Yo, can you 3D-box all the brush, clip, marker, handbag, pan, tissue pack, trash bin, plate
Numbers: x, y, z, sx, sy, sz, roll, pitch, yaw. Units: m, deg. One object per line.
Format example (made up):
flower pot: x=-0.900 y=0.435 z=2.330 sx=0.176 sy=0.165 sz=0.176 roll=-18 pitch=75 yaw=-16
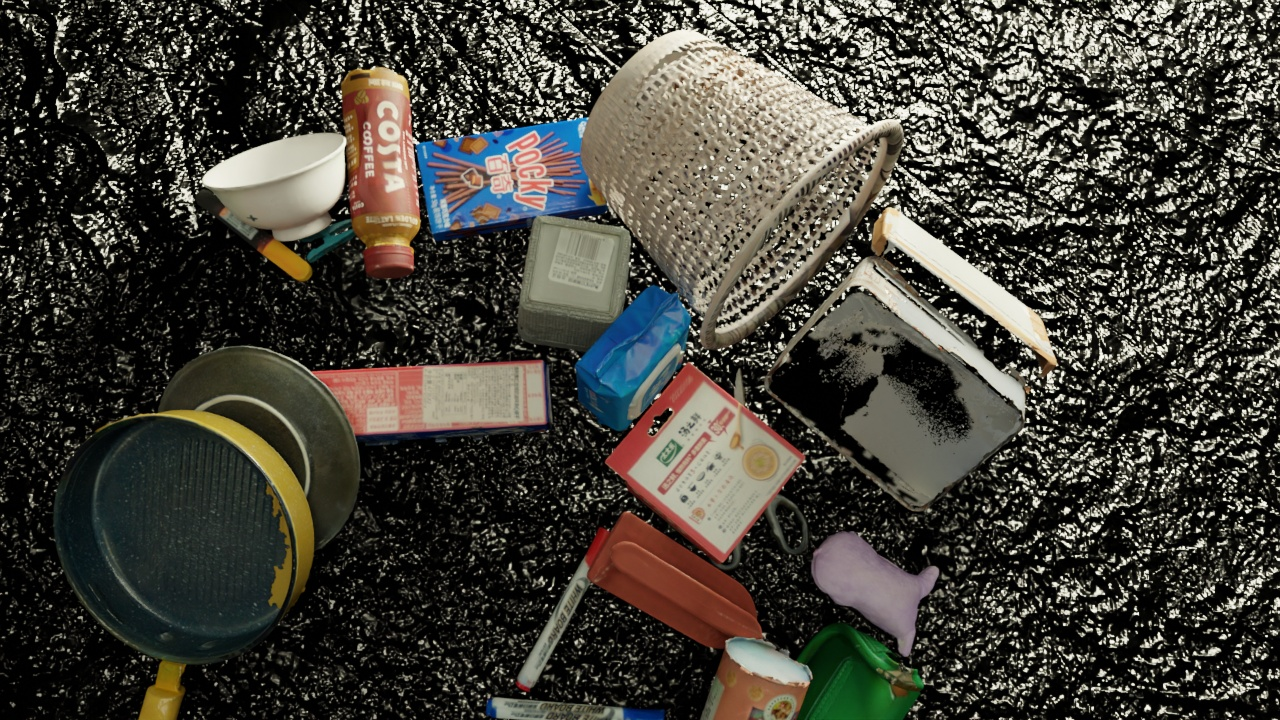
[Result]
brush: x=0.033 y=0.186 z=0.743 sx=0.146 sy=0.069 sz=0.063 roll=33 pitch=80 yaw=-7
clip: x=-0.269 y=-0.108 z=0.799 sx=0.057 sy=0.015 sz=0.049 roll=-29 pitch=82 yaw=-8
marker: x=-0.334 y=-0.109 z=0.794 sx=0.124 sy=0.015 sz=0.018 roll=36 pitch=81 yaw=4
handbag: x=0.158 y=0.280 z=0.721 sx=0.068 sy=0.120 sz=0.131 roll=37 pitch=77 yaw=-4
pan: x=-0.360 y=0.214 z=0.701 sx=0.198 sy=0.078 sz=0.358 roll=10 pitch=102 yaw=7
tissue pack: x=-0.004 y=0.004 z=0.734 sx=0.052 sy=0.157 sz=0.094 roll=39 pitch=76 yaw=9
trash bin: x=0.066 y=-0.153 z=0.749 sx=0.227 sy=0.228 sz=0.192 roll=-43 pitch=74 yaw=-10
plate: x=-0.306 y=0.078 z=0.720 sx=0.179 sy=0.024 sz=0.179 roll=3 pitch=106 yaw=11
marker: x=-0.053 y=0.289 z=0.752 sx=0.146 sy=0.017 sz=0.017 roll=6 pitch=80 yaw=-4
marker: x=-0.062 y=0.207 z=0.765 sx=0.017 sy=0.017 sz=0.145 roll=30 pitch=79 yaw=0

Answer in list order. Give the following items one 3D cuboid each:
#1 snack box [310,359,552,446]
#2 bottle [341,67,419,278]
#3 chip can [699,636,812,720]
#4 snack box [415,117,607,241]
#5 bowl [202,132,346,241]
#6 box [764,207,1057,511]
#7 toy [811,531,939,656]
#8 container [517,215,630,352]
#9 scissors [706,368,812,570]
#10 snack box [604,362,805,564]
snack box: x=-0.178 y=0.037 z=0.762 sx=0.207 sy=0.057 sz=0.058 roll=-3 pitch=79 yaw=-5
bottle: x=-0.222 y=-0.159 z=0.789 sx=0.057 sy=0.057 sz=0.175 roll=-6 pitch=81 yaw=-6
chip can: x=0.063 y=0.324 z=0.700 sx=0.071 sy=0.071 sz=0.215 roll=18 pitch=96 yaw=-2
snack box: x=-0.114 y=-0.161 z=0.815 sx=0.157 sy=0.026 sz=0.084 roll=-11 pitch=81 yaw=-7
bowl: x=-0.294 y=-0.140 z=0.769 sx=0.118 sy=0.118 sz=0.065 roll=-18 pitch=122 yaw=-8
box: x=0.234 y=-0.014 z=0.797 sx=0.183 sy=0.192 sz=0.157 roll=40 pitch=121 yaw=2
toy: x=0.197 y=0.187 z=0.781 sx=0.108 sy=0.039 sz=0.083 roll=30 pitch=65 yaw=5
container: x=-0.055 y=-0.063 z=0.760 sx=0.090 sy=0.114 sz=0.090 roll=8 pitch=80 yaw=-4
scissors: x=0.088 y=0.101 z=0.798 sx=0.159 sy=0.014 sz=0.170 roll=33 pitch=78 yaw=1
snack box: x=0.053 y=0.086 z=0.772 sx=0.127 sy=0.044 sz=0.113 roll=40 pitch=80 yaw=7
